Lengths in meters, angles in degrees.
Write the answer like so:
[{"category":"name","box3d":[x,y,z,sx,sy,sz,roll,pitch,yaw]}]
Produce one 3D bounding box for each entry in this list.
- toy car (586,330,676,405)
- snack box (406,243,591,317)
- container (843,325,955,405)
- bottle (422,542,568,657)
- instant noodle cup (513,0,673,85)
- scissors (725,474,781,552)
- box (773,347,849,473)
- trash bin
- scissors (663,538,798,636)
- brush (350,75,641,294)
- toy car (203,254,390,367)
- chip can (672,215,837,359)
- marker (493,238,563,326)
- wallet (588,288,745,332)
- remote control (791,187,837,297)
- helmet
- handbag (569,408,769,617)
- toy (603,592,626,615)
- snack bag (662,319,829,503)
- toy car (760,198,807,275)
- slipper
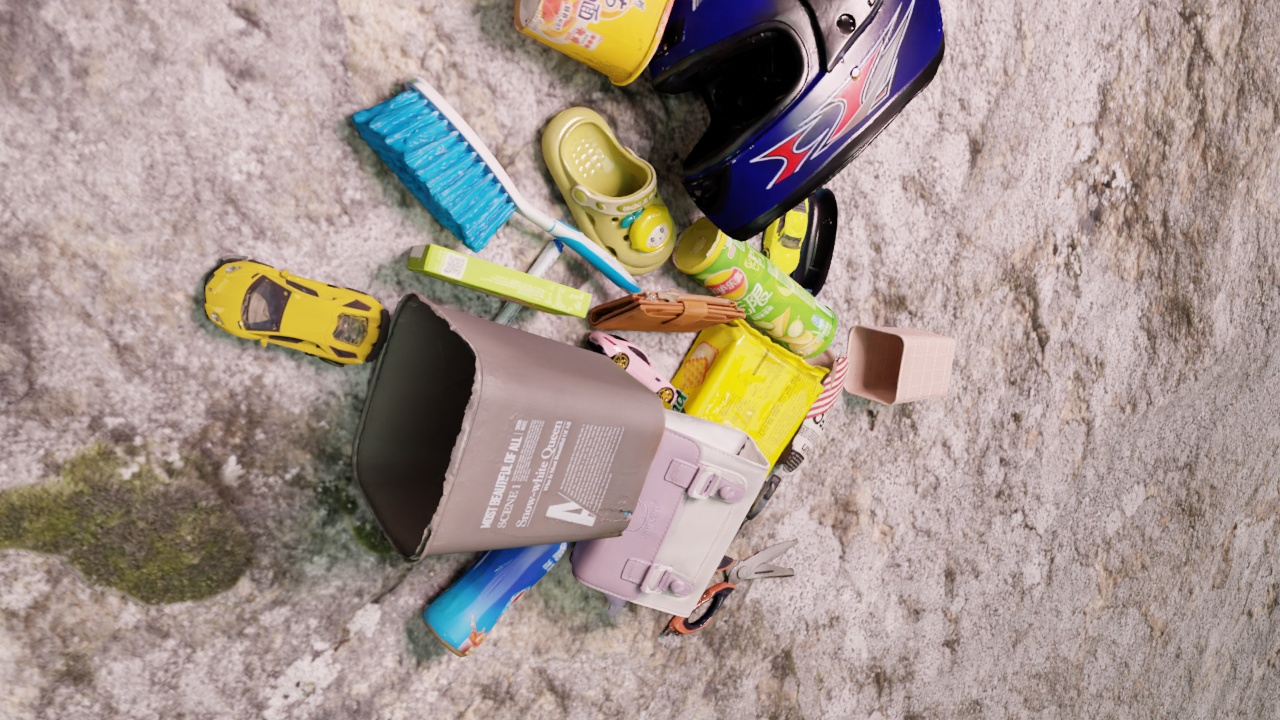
[{"category":"toy car","box3d":[-0.006,0.006,0.982,0.122,0.056,0.037,38,88,-33]},{"category":"snack box","box3d":[-0.132,-0.073,0.853,0.156,0.086,0.026,16,89,-26]},{"category":"container","box3d":[0.334,0.004,1.172,0.110,0.090,0.090,-2,103,-34]},{"category":"bottle","box3d":[-0.127,0.206,0.953,0.218,0.065,0.065,-46,121,-13]},{"category":"instant noodle cup","box3d":[-0.045,-0.334,0.829,0.109,0.138,0.138,13,95,-26]},{"category":"scissors","box3d":[0.115,0.199,1.083,0.014,0.159,0.181,36,117,6]},{"category":"box","box3d":[0.196,0.056,1.131,0.163,0.081,0.075,-65,155,-3]},{"category":"trash bin","box3d":[-0.117,0.068,0.843,0.219,0.199,0.199,11,106,-37]},{"category":"scissors","box3d":[0.106,0.271,1.145,0.221,0.015,0.189,-49,122,-13]},{"category":"brush","box3d":[-0.122,-0.138,0.865,0.109,0.061,0.314,-49,118,-17]},{"category":"toy car","box3d":[-0.298,-0.040,0.799,0.155,0.041,0.071,19,92,-32]},{"category":"chip can","box3d":[0.135,-0.078,1.037,0.221,0.073,0.072,33,84,-33]},{"category":"marker","box3d":[-0.123,-0.060,0.916,0.017,0.017,0.145,39,81,-33]},{"category":"wallet","box3d":[0.028,-0.049,0.960,0.131,0.108,0.031,1,82,-32]},{"category":"remote control","box3d":[0.211,-0.138,1.096,0.053,0.024,0.136,2,101,-31]},{"category":"helmet","box3d":[0.123,-0.301,0.871,0.240,0.247,0.315,46,80,-13]},{"category":"handbag","box3d":[0.026,0.156,0.953,0.145,0.098,0.197,20,107,-16]},{"category":"toy","box3d":[-0.030,0.228,1.034,0.083,0.039,0.108,-42,116,-14]},{"category":"snack bag","box3d":[0.096,0.077,1.041,0.158,0.068,0.246,33,87,-22]},{"category":"toy car","box3d":[0.170,-0.147,1.064,0.048,0.032,0.105,3,103,-33]},{"category":"slipper","box3d":[-0.024,-0.163,0.913,0.091,0.082,0.190,-42,118,-13]}]
